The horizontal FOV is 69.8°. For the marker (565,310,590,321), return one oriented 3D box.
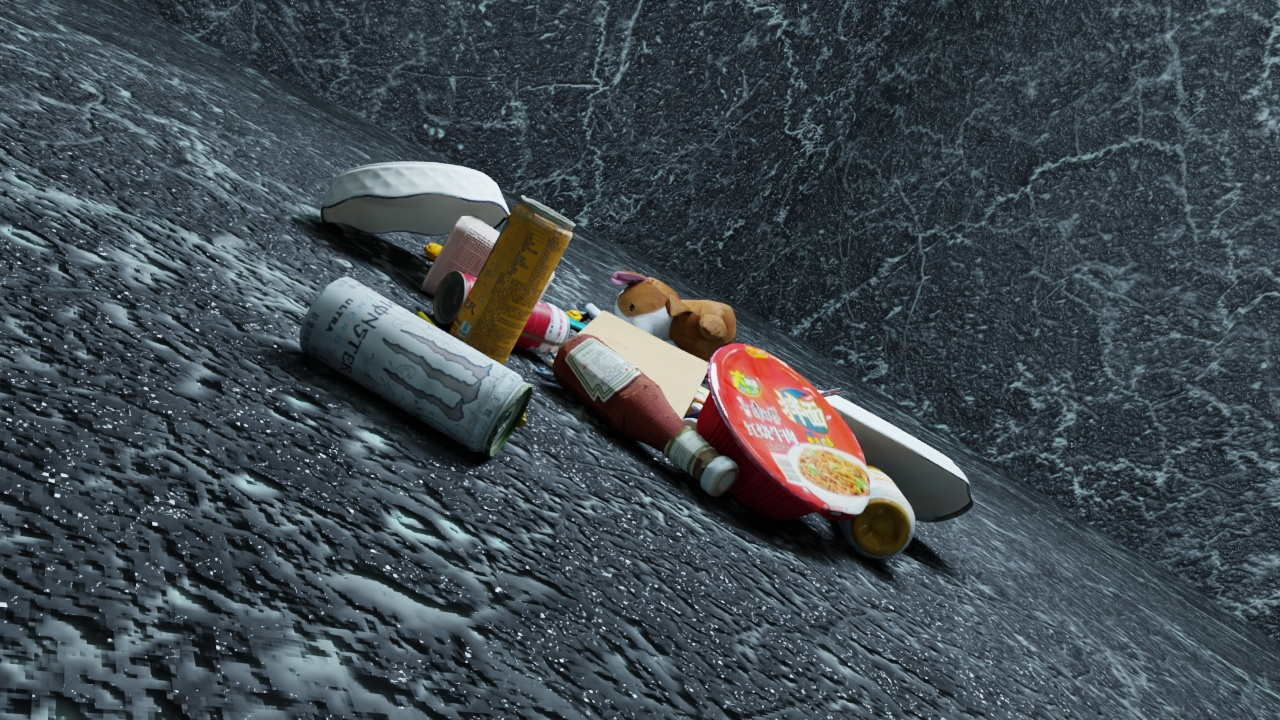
[{"bbox_3d":[-0.088,-0.064,1.293,0.018,0.015,0.123,34,8,4],"label":"marker"}]

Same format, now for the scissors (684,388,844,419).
[{"bbox_3d":[0.133,0.054,0.968,0.174,0.012,0.125,-6,-20,1],"label":"scissors"}]

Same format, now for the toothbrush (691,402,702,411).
[{"bbox_3d":[0.107,0.073,1.051,0.016,0.016,0.180,42,8,38],"label":"toothbrush"}]

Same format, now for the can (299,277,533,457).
[{"bbox_3d":[-0.146,0.004,0.600,0.147,0.058,0.058,30,9,6],"label":"can"}]

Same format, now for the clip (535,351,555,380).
[{"bbox_3d":[-0.076,0.012,0.904,0.027,0.045,0.058,33,5,31],"label":"clip"}]

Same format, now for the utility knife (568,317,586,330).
[{"bbox_3d":[-0.104,-0.057,1.210,0.151,0.013,0.029,23,13,-30],"label":"utility knife"}]

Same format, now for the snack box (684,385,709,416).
[{"bbox_3d":[0.027,0.029,1.086,0.156,0.027,0.077,28,11,-3],"label":"snack box"}]

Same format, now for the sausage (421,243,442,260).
[{"bbox_3d":[-0.212,-0.117,1.191,0.165,0.021,0.021,22,12,-39],"label":"sausage"}]

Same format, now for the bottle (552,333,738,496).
[{"bbox_3d":[0.003,0.048,0.816,0.206,0.060,0.059,38,13,33],"label":"bottle"}]

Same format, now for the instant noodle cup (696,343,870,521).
[{"bbox_3d":[0.121,0.077,0.847,0.193,0.066,0.193,31,31,-21],"label":"instant noodle cup"}]

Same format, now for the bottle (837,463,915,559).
[{"bbox_3d":[0.230,0.144,0.931,0.068,0.068,0.189,29,8,3],"label":"bottle"}]

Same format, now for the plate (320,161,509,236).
[{"bbox_3d":[-0.252,-0.180,1.032,0.205,0.045,0.205,-3,-2,0],"label":"plate"}]

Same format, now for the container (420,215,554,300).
[{"bbox_3d":[-0.160,-0.089,0.988,0.111,0.090,0.090,31,9,-4],"label":"container"}]

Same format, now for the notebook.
[{"bbox_3d":[-0.006,0.006,1.026,0.149,0.012,0.211,28,22,4],"label":"notebook"}]

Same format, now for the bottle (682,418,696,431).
[{"bbox_3d":[0.105,0.090,0.936,0.194,0.044,0.080,17,13,-48],"label":"bottle"}]

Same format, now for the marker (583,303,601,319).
[{"bbox_3d":[-0.054,-0.056,1.345,0.022,0.018,0.131,11,18,-33],"label":"marker"}]

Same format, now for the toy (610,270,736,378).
[{"bbox_3d":[0.039,-0.055,1.365,0.199,0.140,0.130,31,51,20],"label":"toy"}]

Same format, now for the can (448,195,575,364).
[{"bbox_3d":[-0.116,-0.070,0.819,0.058,0.146,0.058,28,10,-5],"label":"can"}]

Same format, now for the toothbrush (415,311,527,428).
[{"bbox_3d":[-0.142,0.005,0.745,0.016,0.016,0.190,26,8,-44],"label":"toothbrush"}]

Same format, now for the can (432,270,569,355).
[{"bbox_3d":[-0.135,-0.044,0.908,0.132,0.053,0.053,18,14,-43],"label":"can"}]

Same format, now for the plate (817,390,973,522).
[{"bbox_3d":[0.248,0.103,1.033,0.265,0.034,0.162,28,-29,-5],"label":"plate"}]
